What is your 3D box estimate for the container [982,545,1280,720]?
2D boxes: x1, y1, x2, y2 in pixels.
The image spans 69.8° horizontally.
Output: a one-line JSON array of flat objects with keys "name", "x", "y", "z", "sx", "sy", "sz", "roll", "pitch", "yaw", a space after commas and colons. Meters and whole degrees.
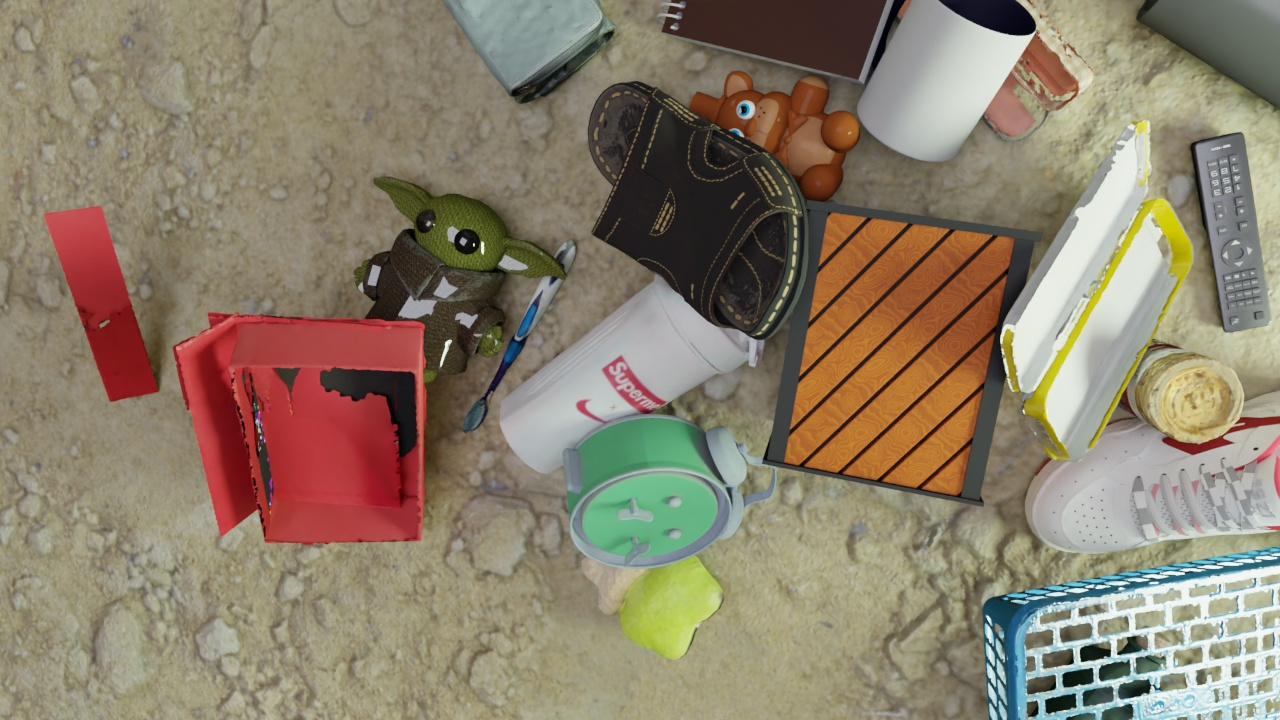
[{"name": "container", "x": 0.391, "y": 0.241, "z": 0.602, "sx": 0.362, "sy": 0.089, "sz": 0.257, "roll": -7, "pitch": 97, "yaw": -9}]

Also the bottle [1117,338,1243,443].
[{"name": "bottle", "x": 0.356, "y": 0.018, "z": 0.621, "sx": 0.056, "sy": 0.105, "sz": 0.056, "roll": 2, "pitch": 98, "yaw": 12}]

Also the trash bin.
[{"name": "trash bin", "x": 0.173, "y": -0.013, "z": 0.639, "sx": 0.140, "sy": 0.139, "sz": 0.172, "roll": 10, "pitch": 100, "yaw": 11}]

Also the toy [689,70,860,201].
[{"name": "toy", "x": 0.095, "y": -0.169, "z": 0.675, "sx": 0.128, "sy": 0.065, "sz": 0.095, "roll": 25, "pitch": 110, "yaw": 13}]

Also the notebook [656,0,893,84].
[{"name": "notebook", "x": 0.113, "y": -0.319, "z": 0.645, "sx": 0.172, "sy": 0.022, "sz": 0.209, "roll": 24, "pitch": 103, "yaw": 26}]

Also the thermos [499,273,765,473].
[{"name": "thermos", "x": -0.004, "y": 0.004, "z": 0.710, "sx": 0.221, "sy": 0.099, "sz": 0.099, "roll": -35, "pitch": 89, "yaw": 19}]

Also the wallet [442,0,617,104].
[{"name": "wallet", "x": -0.092, "y": -0.276, "z": 0.706, "sx": 0.100, "sy": 0.054, "sz": 0.131, "roll": -34, "pitch": 88, "yaw": 6}]

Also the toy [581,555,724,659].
[{"name": "toy", "x": 0.006, "y": 0.186, "z": 0.754, "sx": 0.115, "sy": 0.046, "sz": 0.092, "roll": 35, "pitch": 103, "yaw": 13}]

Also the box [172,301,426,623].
[{"name": "box", "x": -0.240, "y": 0.063, "z": 0.710, "sx": 0.164, "sy": 0.152, "sz": 0.215, "roll": 32, "pitch": 135, "yaw": 23}]

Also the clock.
[{"name": "clock", "x": 0.025, "y": 0.102, "z": 0.701, "sx": 0.161, "sy": 0.075, "sz": 0.122, "roll": -6, "pitch": 134, "yaw": -4}]

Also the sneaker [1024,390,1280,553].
[{"name": "sneaker", "x": 0.391, "y": 0.084, "z": 0.624, "sx": 0.237, "sy": 0.104, "sz": 0.090, "roll": -16, "pitch": 94, "yaw": 14}]

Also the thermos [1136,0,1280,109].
[{"name": "thermos", "x": 0.449, "y": -0.189, "z": 0.584, "sx": 0.240, "sy": 0.082, "sz": 0.082, "roll": 35, "pitch": 103, "yaw": 5}]

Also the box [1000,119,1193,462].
[{"name": "box", "x": 0.295, "y": -0.046, "z": 0.589, "sx": 0.209, "sy": 0.036, "sz": 0.130, "roll": -50, "pitch": 123, "yaw": -22}]

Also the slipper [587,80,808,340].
[{"name": "slipper", "x": 0.020, "y": -0.114, "z": 0.626, "sx": 0.267, "sy": 0.075, "sz": 0.113, "roll": 54, "pitch": 129, "yaw": 39}]

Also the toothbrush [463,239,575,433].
[{"name": "toothbrush", "x": -0.102, "y": -0.018, "z": 0.762, "sx": 0.016, "sy": 0.017, "sz": 0.189, "roll": 32, "pitch": 104, "yaw": 7}]

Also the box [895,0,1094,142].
[{"name": "box", "x": 0.230, "y": -0.241, "z": 0.647, "sx": 0.042, "sy": 0.083, "sz": 0.187, "roll": -38, "pitch": 86, "yaw": -30}]

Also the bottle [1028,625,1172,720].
[{"name": "bottle", "x": 0.345, "y": 0.254, "z": 0.680, "sx": 0.061, "sy": 0.061, "sz": 0.131, "roll": 30, "pitch": 103, "yaw": 4}]

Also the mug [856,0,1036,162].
[{"name": "mug", "x": 0.197, "y": -0.209, "z": 0.627, "sx": 0.111, "sy": 0.078, "sz": 0.097, "roll": 63, "pitch": 147, "yaw": 33}]

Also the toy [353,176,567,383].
[{"name": "toy", "x": -0.162, "y": -0.059, "z": 0.737, "sx": 0.179, "sy": 0.078, "sz": 0.153, "roll": 27, "pitch": 102, "yaw": 10}]

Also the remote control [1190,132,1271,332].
[{"name": "remote control", "x": 0.412, "y": -0.088, "z": 0.641, "sx": 0.032, "sy": 0.015, "sz": 0.136, "roll": -12, "pitch": 98, "yaw": 14}]
